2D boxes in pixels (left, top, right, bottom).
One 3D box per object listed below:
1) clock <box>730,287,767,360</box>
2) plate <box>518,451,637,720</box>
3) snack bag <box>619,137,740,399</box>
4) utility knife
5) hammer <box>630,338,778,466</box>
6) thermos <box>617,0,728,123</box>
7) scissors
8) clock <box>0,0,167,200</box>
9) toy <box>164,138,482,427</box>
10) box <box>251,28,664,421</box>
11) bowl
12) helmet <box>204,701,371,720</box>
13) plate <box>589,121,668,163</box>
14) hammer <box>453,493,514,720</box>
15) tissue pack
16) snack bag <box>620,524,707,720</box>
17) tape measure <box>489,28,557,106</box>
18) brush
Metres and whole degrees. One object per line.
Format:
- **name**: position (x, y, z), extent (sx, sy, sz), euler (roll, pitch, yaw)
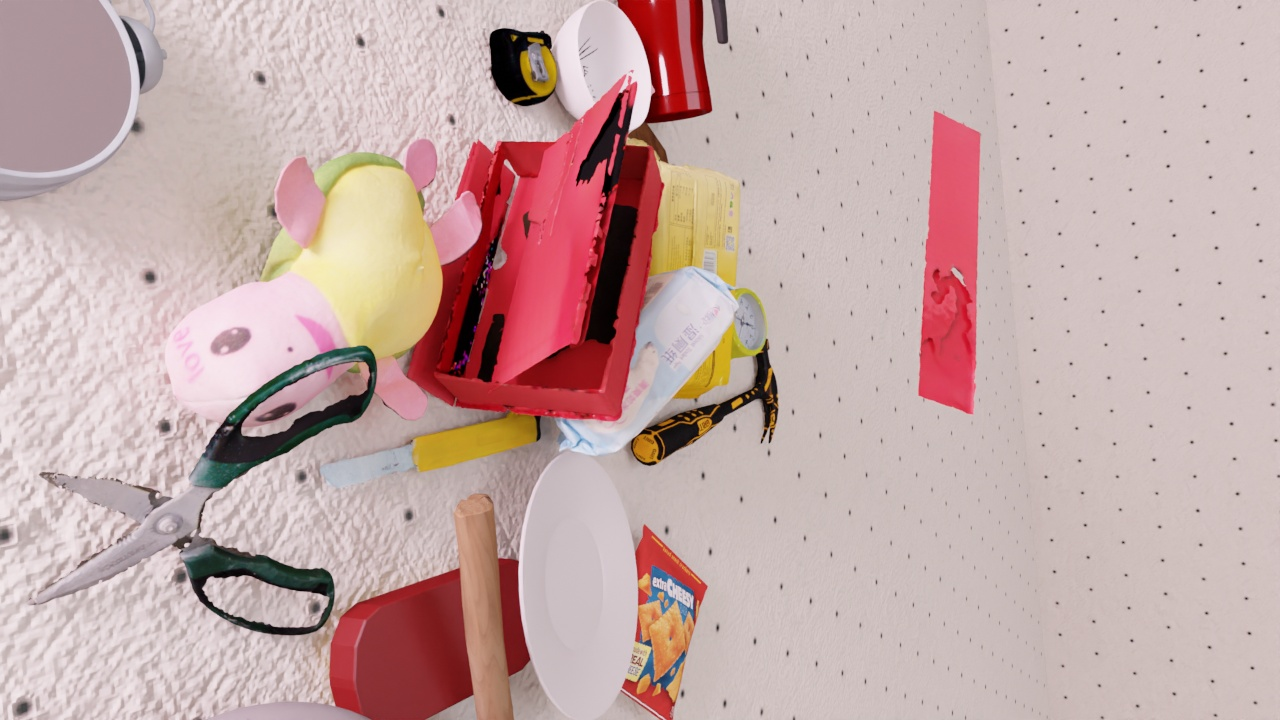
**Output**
- **clock**: position (0.089, -0.042, 0.997), extent (0.119, 0.057, 0.083), euler (18, 72, -48)
- **plate**: position (-0.049, 0.178, 0.734), extent (0.208, 0.015, 0.208), euler (-9, 90, -69)
- **snack bag**: position (0.032, -0.074, 0.868), extent (0.159, 0.068, 0.247), euler (-1, 95, -52)
- **utility knife**: position (-0.141, 0.062, 0.669), extent (0.224, 0.019, 0.030), euler (-10, 88, -61)
- **hammer**: position (0.083, 0.060, 0.998), extent (0.319, 0.036, 0.123), euler (-20, 103, -58)
- **thermos**: position (0.031, -0.343, 0.901), extent (0.083, 0.108, 0.198), euler (-21, 105, -57)
- **scissors**: position (-0.213, 0.092, 0.505), extent (0.201, 0.015, 0.205), euler (-33, 136, -22)
- **clock**: position (-0.297, -0.148, 0.435), extent (0.122, 0.045, 0.158), euler (59, 43, -35)
- **toy**: position (-0.179, -0.047, 0.564), extent (0.237, 0.088, 0.190), euler (-58, 148, -37)
- **box**: position (-0.219, -0.110, 0.647), extent (0.478, 0.171, 0.213), euler (20, 67, -20)
- **bowl**: position (-0.042, -0.260, 0.830), extent (0.114, 0.051, 0.114), euler (11, 77, -56)
- **helmet**: position (-0.205, 0.239, 0.472), extent (0.271, 0.118, 0.183), euler (29, 93, -45)
- **plate**: position (-0.005, -0.180, 0.899), extent (0.131, 0.025, 0.131), euler (11, 77, -56)
- **hammer**: position (-0.097, 0.235, 0.613), extent (0.097, 0.052, 0.329), euler (-37, 132, -51)
- **tissue pack**: position (-0.004, 0.004, 0.742), extent (0.070, 0.112, 0.181), euler (42, 84, -12)
- **snack bag**: position (0.014, 0.249, 0.860), extent (0.131, 0.039, 0.143), euler (50, 46, -39)
- **tape measure**: position (-0.095, -0.244, 0.764), extent (0.061, 0.034, 0.061), euler (-26, 110, -54)
- **brush**: position (-0.141, 0.191, 0.631), extent (0.173, 0.042, 0.082), euler (-6, 91, -57)
